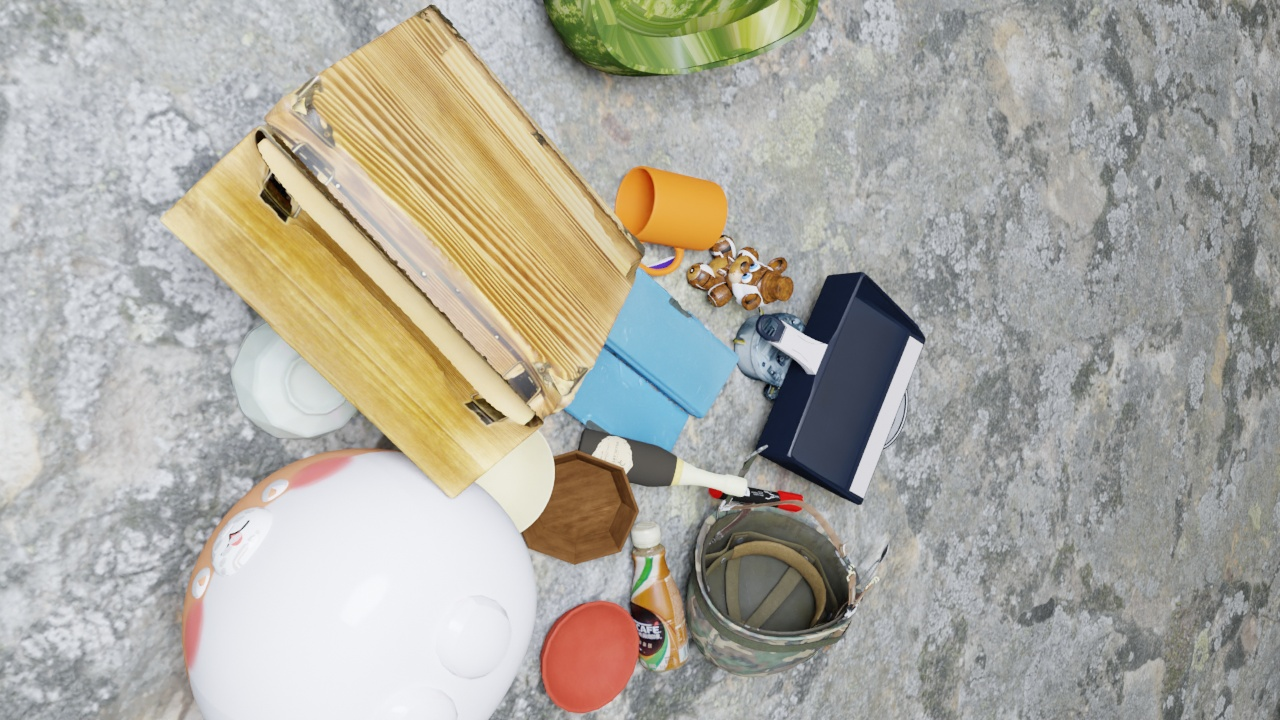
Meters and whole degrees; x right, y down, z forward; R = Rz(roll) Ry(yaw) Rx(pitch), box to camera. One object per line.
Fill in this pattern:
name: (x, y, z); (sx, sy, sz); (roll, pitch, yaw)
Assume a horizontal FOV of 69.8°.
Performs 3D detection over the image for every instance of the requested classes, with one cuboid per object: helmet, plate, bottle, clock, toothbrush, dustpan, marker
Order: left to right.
plate: (-0.067, 0.148, 0.952); (0.131, 0.025, 0.131); (0, 109, 1)
toothbrush: (-0.034, -0.085, 0.991); (0.186, 0.015, 0.016); (-19, 106, -32)
bottle: (0.016, 0.264, 1.032); (0.059, 0.059, 0.167); (-15, 103, -32)
bottle: (0.024, 0.115, 0.978); (0.184, 0.045, 0.045); (14, 86, -4)
helmet: (0.027, -0.386, 0.869); (0.242, 0.247, 0.213); (-88, 156, -43)
marker: (0.144, 0.167, 1.133); (0.144, 0.021, 0.023); (15, 94, -34)
helmet: (0.154, 0.240, 1.038); (0.223, 0.193, 0.237); (-31, 148, -36)
clock: (0.167, -0.005, 1.113); (0.129, 0.052, 0.090); (47, 69, -28)
dustpan: (0.224, 0.017, 1.068); (0.273, 0.080, 0.236); (28, 80, -22)

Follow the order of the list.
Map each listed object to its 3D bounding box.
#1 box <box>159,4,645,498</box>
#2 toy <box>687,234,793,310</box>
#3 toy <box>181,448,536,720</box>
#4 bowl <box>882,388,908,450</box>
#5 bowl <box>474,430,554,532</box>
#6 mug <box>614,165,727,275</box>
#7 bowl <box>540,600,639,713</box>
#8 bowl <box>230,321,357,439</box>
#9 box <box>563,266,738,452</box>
box: (-0.153, -0.089, 0.699); (0.221, 0.258, 0.279); (-37, 108, 10)
toy: (0.118, -0.094, 1.039); (0.087, 0.113, 0.067); (-52, 131, -20)
toy: (-0.229, 0.193, 0.730); (0.262, 0.281, 0.266); (-55, 141, -17)
bowl: (0.282, 0.056, 1.188); (0.120, 0.066, 0.120); (-4, 97, -34)
bowl: (-0.153, 0.108, 0.892); (0.117, 0.074, 0.118); (-4, 97, -34)
mug: (0.029, -0.146, 0.994); (0.095, 0.078, 0.113); (5, 104, -35)
bowl: (-0.061, 0.317, 0.999); (0.121, 0.035, 0.122); (-4, 97, -34)
bowl: (-0.289, 0.016, 0.799); (0.117, 0.061, 0.117); (-4, 98, -34)
box: (-0.006, 0.006, 1.002); (0.231, 0.033, 0.174); (38, 79, -35)
